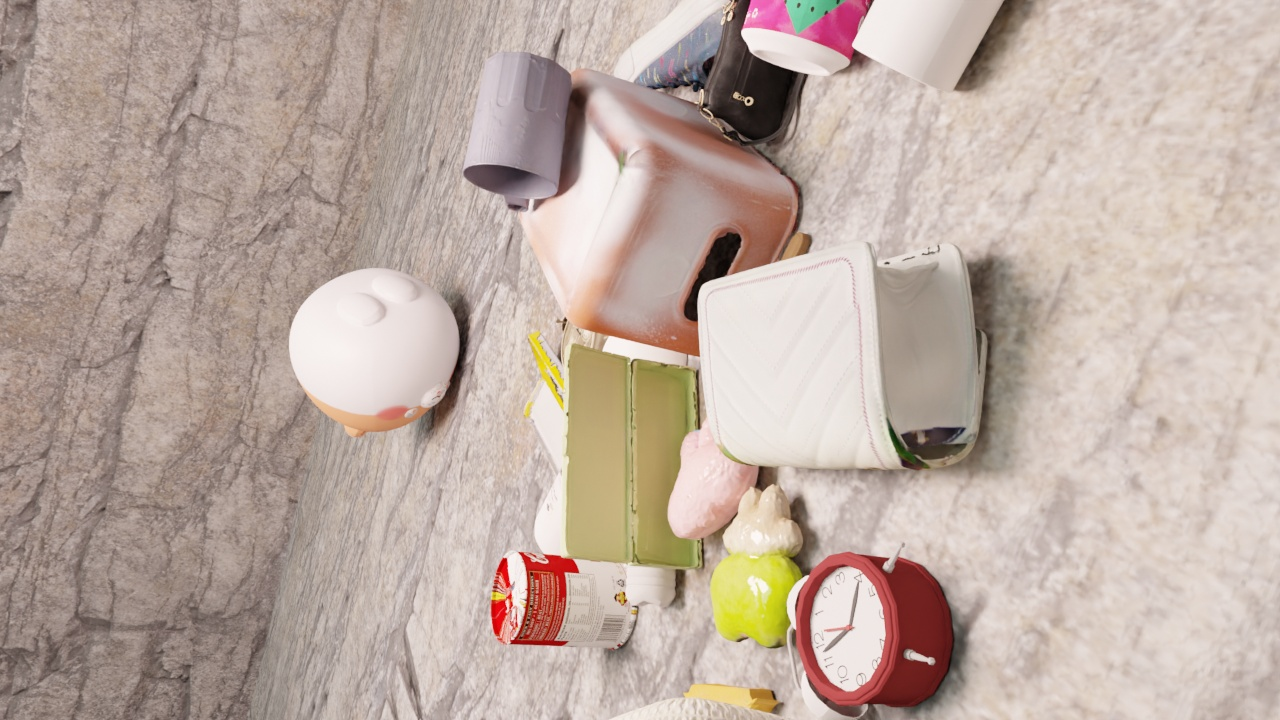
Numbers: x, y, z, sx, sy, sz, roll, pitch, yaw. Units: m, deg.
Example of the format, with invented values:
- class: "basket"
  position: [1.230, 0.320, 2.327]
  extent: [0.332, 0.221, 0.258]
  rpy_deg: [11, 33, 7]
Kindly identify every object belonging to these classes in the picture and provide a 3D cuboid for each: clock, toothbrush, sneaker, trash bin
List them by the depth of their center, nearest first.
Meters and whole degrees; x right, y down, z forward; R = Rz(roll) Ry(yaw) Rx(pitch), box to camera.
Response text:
- class: "clock"
  position: [0.136, 0.173, 0.578]
  extent: [0.138, 0.048, 0.096]
  rpy_deg: [-44, 43, 46]
- class: "toothbrush"
  position: [0.099, -0.031, 0.765]
  extent: [0.167, 0.016, 0.016]
  rpy_deg: [-65, 30, 22]
- class: "trash bin"
  position: [0.000, -0.140, 0.840]
  extent: [0.182, 0.157, 0.259]
  rpy_deg: [-65, 31, 26]
- class: "sneaker"
  position: [0.053, -0.303, 0.910]
  extent: [0.236, 0.087, 0.079]
  rpy_deg: [-13, 103, 64]
- class: "clock"
  position: [-0.060, -0.028, 1.021]
  extent: [0.140, 0.054, 0.093]
  rpy_deg: [53, 126, 53]

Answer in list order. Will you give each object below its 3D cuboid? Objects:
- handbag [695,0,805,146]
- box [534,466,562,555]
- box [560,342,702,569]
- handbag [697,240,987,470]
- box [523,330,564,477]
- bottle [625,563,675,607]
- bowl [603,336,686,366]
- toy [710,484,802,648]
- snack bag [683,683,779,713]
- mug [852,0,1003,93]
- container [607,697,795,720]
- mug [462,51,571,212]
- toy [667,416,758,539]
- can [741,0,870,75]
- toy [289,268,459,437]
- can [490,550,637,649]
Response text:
- class: "handbag"
  position: [0.095, -0.250, 0.783]
  extent: [0.054, 0.079, 0.128]
  rpy_deg: [21, 97, 65]
- class: "box"
  position: [-0.044, 0.131, 0.910]
  extent: [0.166, 0.094, 0.084]
  rpy_deg: [115, 154, -43]
- class: "box"
  position: [-0.009, 0.083, 0.794]
  extent: [0.030, 0.138, 0.187]
  rpy_deg: [-33, 53, 54]
- class: "handbag"
  position: [0.127, 0.003, 0.616]
  extent: [0.199, 0.096, 0.142]
  rpy_deg: [-7, 88, 61]
- class: "box"
  position: [-0.096, 0.058, 1.073]
  extent: [0.209, 0.045, 0.128]
  rpy_deg: [-130, 43, -55]
- class: "bottle"
  position: [0.011, 0.151, 0.828]
  extent: [0.044, 0.044, 0.136]
  rpy_deg: [-24, 59, 58]
- class: "bowl"
  position: [-0.005, 0.005, 0.908]
  extent: [0.115, 0.050, 0.114]
  rpy_deg: [-32, 52, 55]
- class: "toy"
  position: [0.088, 0.152, 0.685]
  extent: [0.092, 0.043, 0.117]
  rpy_deg: [-17, 63, 58]
- class: "snack bag"
  position: [0.068, 0.259, 0.701]
  extent: [0.099, 0.026, 0.020]
  rpy_deg: [-26, 57, 56]
- class: "mug"
  position: [0.194, -0.240, 0.613]
  extent: [0.110, 0.074, 0.091]
  rpy_deg: [-75, 10, -64]
- class: "container"
  position: [0.026, 0.321, 0.606]
  extent: [0.252, 0.184, 0.143]
  rpy_deg: [-43, 32, 47]
- class: "mug"
  position: [-0.107, -0.202, 0.826]
  extent: [0.124, 0.084, 0.104]
  rpy_deg: [99, 179, -82]
- class: "toy"
  position: [0.058, 0.090, 0.761]
  extent: [0.109, 0.053, 0.105]
  rpy_deg: [-54, 25, 40]
- class: "can"
  position: [0.142, -0.312, 0.706]
  extent: [0.088, 0.088, 0.166]
  rpy_deg: [38, 113, 60]
- class: "toy"
  position: [-0.428, -0.006, 1.504]
  extent: [0.266, 0.261, 0.281]
  rpy_deg: [30, 136, 19]
- class: "can"
  position: [-0.074, 0.231, 0.881]
  extent: [0.087, 0.116, 0.086]
  rpy_deg: [-33, 52, 55]
